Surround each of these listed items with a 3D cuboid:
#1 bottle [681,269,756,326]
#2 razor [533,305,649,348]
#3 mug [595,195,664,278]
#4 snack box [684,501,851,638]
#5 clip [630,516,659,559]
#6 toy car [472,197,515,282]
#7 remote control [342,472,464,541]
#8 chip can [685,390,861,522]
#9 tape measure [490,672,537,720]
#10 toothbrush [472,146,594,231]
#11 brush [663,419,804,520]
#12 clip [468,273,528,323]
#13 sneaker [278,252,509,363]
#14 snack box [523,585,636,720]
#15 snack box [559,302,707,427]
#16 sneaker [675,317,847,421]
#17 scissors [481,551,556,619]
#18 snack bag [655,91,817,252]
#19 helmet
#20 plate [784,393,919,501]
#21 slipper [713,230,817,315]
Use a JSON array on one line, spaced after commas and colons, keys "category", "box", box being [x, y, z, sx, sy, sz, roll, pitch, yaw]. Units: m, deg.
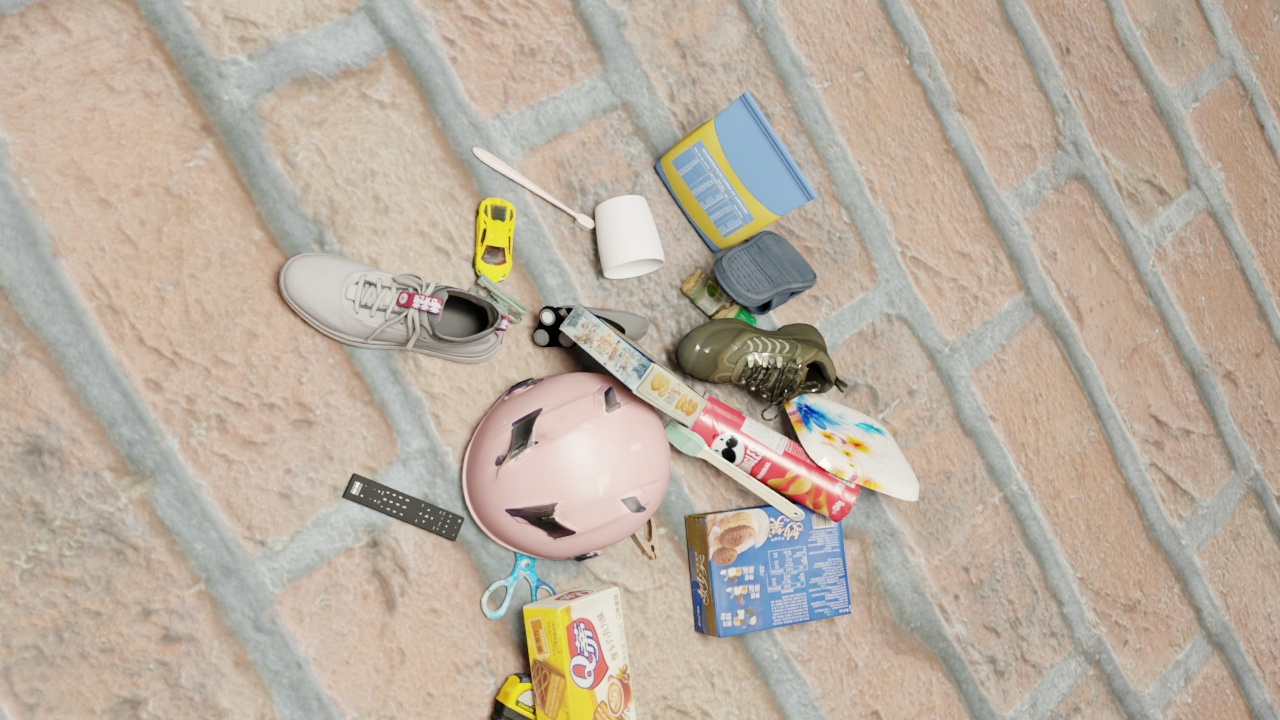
[{"category": "bottle", "box": [0.107, -0.076, 1.247, 0.111, 0.043, 0.043, 41, 69, -12]}, {"category": "razor", "box": [-0.058, -0.043, 1.167, 0.155, 0.060, 0.057, -7, 129, -39]}, {"category": "mug", "box": [-0.007, -0.159, 1.198, 0.114, 0.081, 0.087, 1, 74, -54]}, {"category": "snack box", "box": [0.169, 0.269, 1.211, 0.202, 0.069, 0.155, -3, 84, -24]}, {"category": "clip", "box": [0.002, 0.228, 1.171, 0.039, 0.024, 0.060, -11, 91, -24]}, {"category": "toy car", "box": [-0.181, -0.149, 1.141, 0.049, 0.030, 0.107, 5, 82, -24]}, {"category": "remote control", "box": [-0.274, 0.171, 1.068, 0.140, 0.009, 0.030, 26, 74, -18]}, {"category": "chip can", "box": [0.169, 0.127, 1.191, 0.233, 0.073, 0.073, 29, 72, 2]}, {"category": "tape measure", "box": [-0.138, 0.402, 1.079, 0.065, 0.037, 0.064, 30, 74, -31]}, {"category": "toothbrush", "box": [-0.137, -0.220, 1.177, 0.181, 0.018, 0.015, 32, 70, -14]}, {"category": "brush", "box": [0.120, 0.143, 1.171, 0.217, 0.033, 0.012, 34, 45, -6]}, {"category": "clip", "box": [-0.180, -0.069, 1.134, 0.049, 0.023, 0.078, -38, 113, 17]}, {"category": "sneaker", "box": [-0.273, -0.062, 1.036, 0.263, 0.129, 0.096, 17, 76, -19]}, {"category": "snack box", "box": [-0.067, 0.391, 1.077, 0.109, 0.062, 0.230, -2, 83, -51]}, {"category": "snack box", "box": [-0.006, 0.006, 1.092, 0.042, 0.145, 0.144, -53, 145, 2]}, {"category": "sneaker", "box": [0.166, 0.024, 1.199, 0.237, 0.101, 0.143, -1, 41, -28]}, {"category": "scissors", "box": [-0.131, 0.257, 1.118, 0.114, 0.013, 0.140, 28, 71, -18]}, {"category": "snack bag", "box": [0.129, -0.245, 1.189, 0.102, 0.206, 0.159, -39, 99, -23]}, {"category": "helmet", "box": [-0.076, 0.125, 1.085, 0.255, 0.153, 0.230, -12, 89, -22]}, {"category": "plate", "box": [0.287, 0.108, 1.239, 0.187, 0.186, 0.016, 20, 117, -20]}, {"category": "slipper", "box": [0.151, -0.108, 1.228, 0.101, 0.083, 0.262, 54, 31, 8]}]
